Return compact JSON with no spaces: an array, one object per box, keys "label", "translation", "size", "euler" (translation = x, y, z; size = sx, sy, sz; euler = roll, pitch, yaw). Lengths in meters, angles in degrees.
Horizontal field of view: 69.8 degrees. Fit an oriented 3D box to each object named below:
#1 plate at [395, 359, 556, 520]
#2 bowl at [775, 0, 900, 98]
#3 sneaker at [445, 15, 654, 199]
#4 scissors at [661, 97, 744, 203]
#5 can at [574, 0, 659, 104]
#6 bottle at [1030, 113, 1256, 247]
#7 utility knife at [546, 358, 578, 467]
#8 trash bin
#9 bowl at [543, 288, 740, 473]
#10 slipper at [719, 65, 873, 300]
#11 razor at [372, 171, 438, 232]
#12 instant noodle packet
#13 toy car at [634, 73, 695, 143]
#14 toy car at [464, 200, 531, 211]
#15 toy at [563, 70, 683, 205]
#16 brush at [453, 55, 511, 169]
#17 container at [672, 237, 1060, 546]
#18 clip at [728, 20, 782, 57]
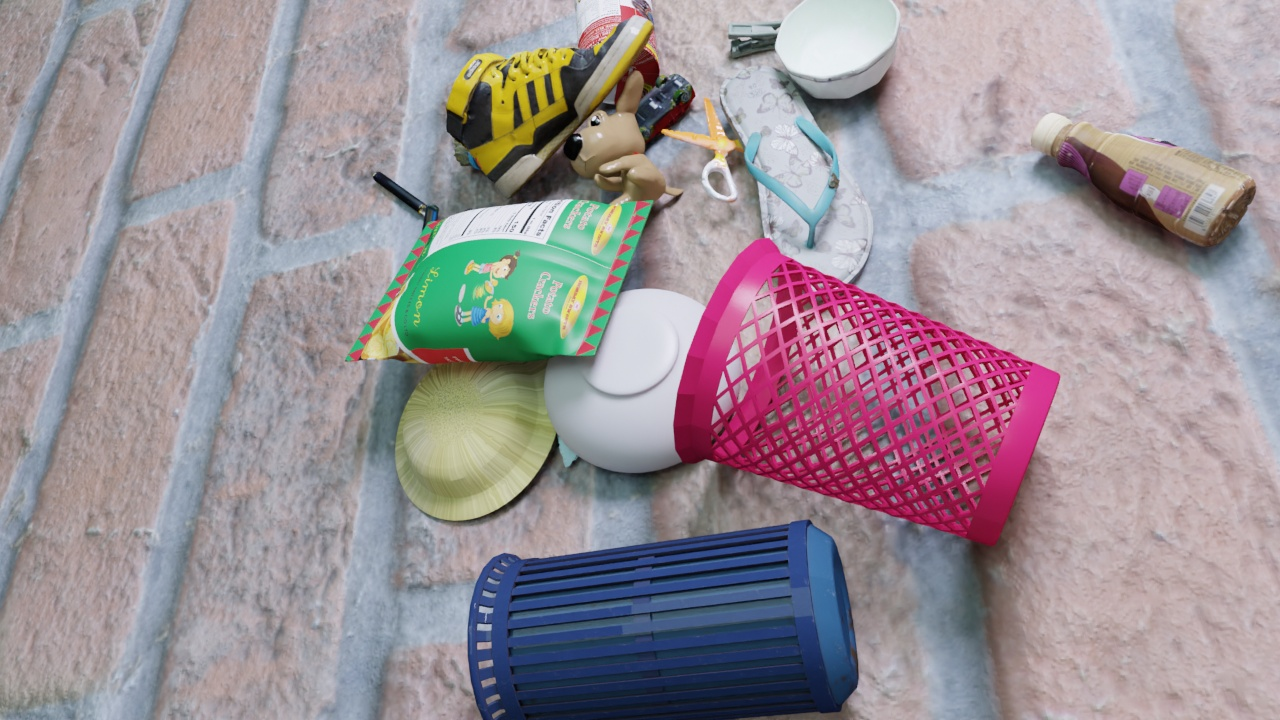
[{"label":"plate","translation":[-0.165,0.054,0.854],"size":[0.185,0.036,0.184],"euler":[-12,61,22]},{"label":"bowl","translation":[0.194,-0.298,0.889],"size":[0.117,0.061,0.117],"euler":[-10,60,17]},{"label":"sneaker","translation":[-0.102,-0.282,0.921],"size":[0.239,0.122,0.085],"euler":[-42,14,27]},{"label":"scissors","translation":[0.079,-0.202,0.890],"size":[0.125,0.011,0.128],"euler":[15,66,5]},{"label":"can","translation":[-0.026,-0.351,0.994],"size":[0.087,0.086,0.116],"euler":[-14,60,15]},{"label":"bottle","translation":[0.391,-0.151,0.730],"size":[0.059,0.059,0.166],"euler":[-46,55,-6]},{"label":"utility knife","translation":[-0.087,0.016,0.863],"size":[0.030,0.018,0.190],"euler":[-27,53,13]},{"label":"trash bin","translation":[0.020,0.192,0.654],"size":[0.250,0.139,0.139],"euler":[-11,60,15]},{"label":"bowl","translation":[-0.005,0.005,0.793],"size":[0.177,0.066,0.176],"euler":[-6,60,11]},{"label":"slipper","translation":[0.144,-0.181,0.839],"size":[0.098,0.055,0.268],"euler":[-14,62,-2]},{"label":"razor","translation":[-0.265,-0.183,1.045],"size":[0.144,0.022,0.043],"euler":[40,123,37]},{"label":"instant noodle packet","translation":[-0.128,-0.074,0.844],"size":[0.253,0.090,0.195],"euler":[-1,48,23]},{"label":"toy car","translation":[0.016,-0.259,0.957],"size":[0.091,0.036,0.042],"euler":[-41,56,-3]},{"label":"toy car","translation":[-0.145,-0.136,0.953],"size":[0.112,0.046,0.034],"euler":[-3,58,24]},{"label":"toy","translation":[-0.020,-0.198,0.903],"size":[0.108,0.105,0.134],"euler":[58,136,21]},{"label":"brush","translation":[-0.153,-0.271,1.023],"size":[0.075,0.055,0.135],"euler":[11,69,32]},{"label":"container","translation":[0.166,0.031,0.668],"size":[0.226,0.183,0.183],"euler":[21,73,22]},{"label":"clip","translation":[0.126,-0.342,0.953],"size":[0.078,0.050,0.023],"euler":[-11,61,26]}]
